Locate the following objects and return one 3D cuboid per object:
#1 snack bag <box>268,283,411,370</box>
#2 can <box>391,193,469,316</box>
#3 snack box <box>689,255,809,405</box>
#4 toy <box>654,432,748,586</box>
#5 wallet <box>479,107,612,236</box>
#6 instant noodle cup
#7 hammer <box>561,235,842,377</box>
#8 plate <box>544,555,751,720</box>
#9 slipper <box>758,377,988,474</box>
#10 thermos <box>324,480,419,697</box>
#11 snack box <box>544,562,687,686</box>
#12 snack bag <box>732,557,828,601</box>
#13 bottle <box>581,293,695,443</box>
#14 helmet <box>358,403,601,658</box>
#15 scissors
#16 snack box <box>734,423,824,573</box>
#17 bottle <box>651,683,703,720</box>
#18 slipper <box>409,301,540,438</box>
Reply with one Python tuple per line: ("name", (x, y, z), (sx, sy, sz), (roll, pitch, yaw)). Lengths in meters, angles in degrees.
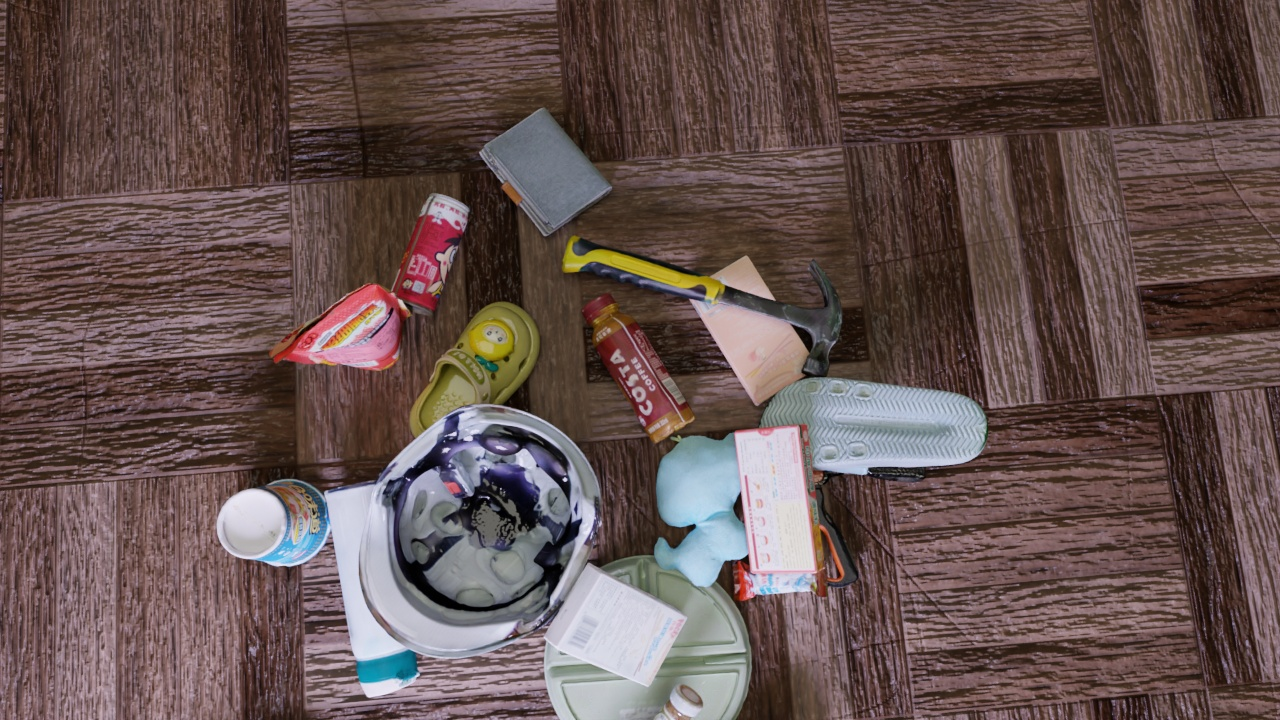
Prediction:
("snack bag", (-0.301, -0.031, 0.962), (0.128, 0.208, 0.073), (-32, 88, -5))
("can", (-0.242, -0.122, 1.055), (0.053, 0.053, 0.132), (18, 81, 1))
("snack box", (0.129, -0.035, 1.066), (0.084, 0.026, 0.157), (-30, 83, -5))
("toy", (0.067, 0.156, 1.021), (0.161, 0.050, 0.156), (-38, 76, -6))
("wallet", (-0.114, -0.221, 1.084), (0.106, 0.037, 0.129), (-38, 85, -18))
("instant noodle cup", (-0.394, 0.172, 0.976), (0.099, 0.110, 0.099), (0, 80, -1))
("hammer", (0.071, -0.084, 1.043), (0.323, 0.032, 0.126), (16, 82, 3))
("plate", (0.009, 0.330, 1.005), (0.230, 0.027, 0.230), (0, 81, -1))
("slipper", (0.251, 0.076, 1.008), (0.246, 0.074, 0.104), (-1, 72, 20))
("thermos", (-0.290, 0.246, 0.991), (0.073, 0.073, 0.224), (-12, 82, -4))
("snack box", (-0.022, 0.271, 0.934), (0.027, 0.156, 0.084), (22, 77, 46))
("snack bag", (0.154, 0.242, 1.015), (0.104, 0.026, 0.048), (-4, 92, 16))
("bottle", (-0.006, 0.006, 1.040), (0.057, 0.057, 0.175), (-31, 83, -6))
("helmet", (-0.162, 0.172, 0.965), (0.229, 0.146, 0.258), (33, 90, 3))
("scissors", (0.211, 0.146, 1.045), (0.230, 0.022, 0.220), (-1, 77, 1))
("snack box", (0.148, 0.149, 0.984), (0.077, 0.027, 0.155), (-9, 86, 33))
("bottle", (-0.005, 0.422, 0.946), (0.060, 0.059, 0.206), (34, 100, 4))
("slipper", (-0.186, 0.019, 1.022), (0.091, 0.081, 0.190), (36, 84, 1))
